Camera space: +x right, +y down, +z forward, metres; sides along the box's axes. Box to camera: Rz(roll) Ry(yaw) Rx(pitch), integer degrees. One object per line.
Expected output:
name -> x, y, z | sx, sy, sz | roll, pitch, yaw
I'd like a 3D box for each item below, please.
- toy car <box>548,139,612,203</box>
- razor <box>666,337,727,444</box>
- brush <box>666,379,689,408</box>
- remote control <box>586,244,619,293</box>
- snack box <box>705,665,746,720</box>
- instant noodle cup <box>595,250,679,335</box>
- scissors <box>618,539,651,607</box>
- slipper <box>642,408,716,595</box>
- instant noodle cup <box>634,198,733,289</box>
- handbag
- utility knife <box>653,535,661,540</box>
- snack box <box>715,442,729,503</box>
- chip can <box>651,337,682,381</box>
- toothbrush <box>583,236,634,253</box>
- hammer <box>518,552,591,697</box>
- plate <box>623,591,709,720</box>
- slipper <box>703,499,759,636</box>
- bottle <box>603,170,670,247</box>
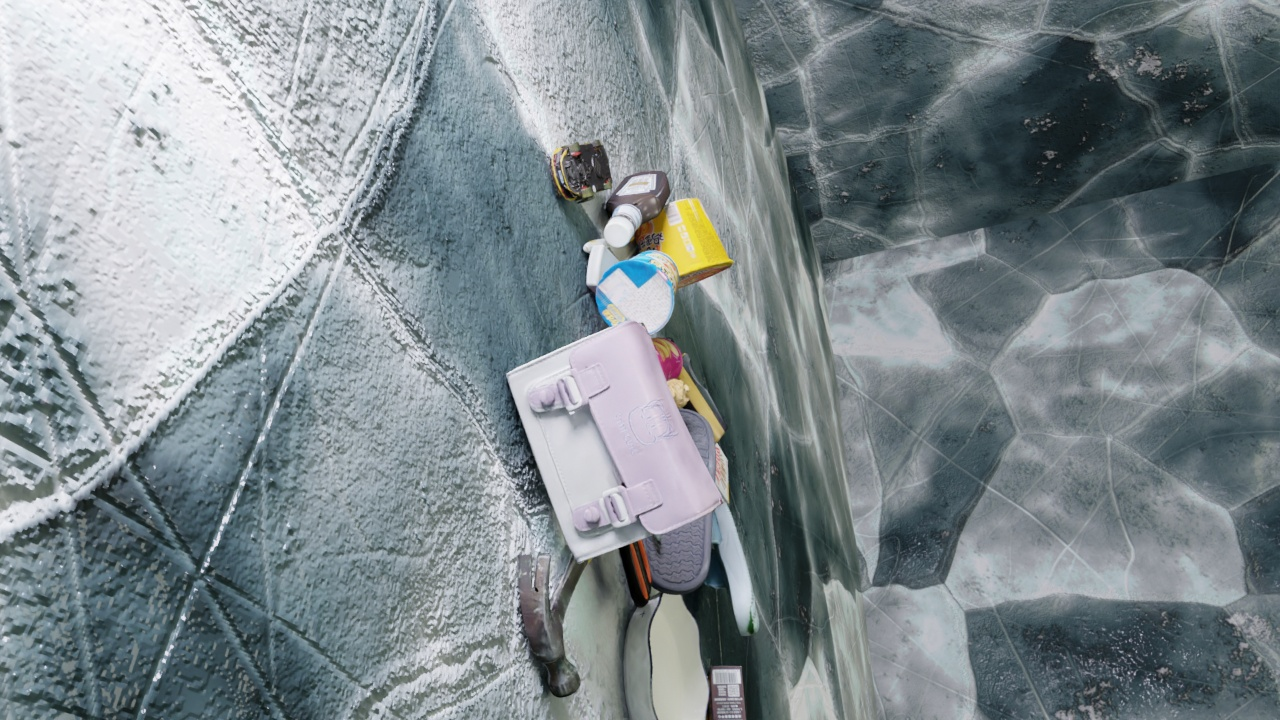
toy car -> -0.072, -0.239, 1.156 | 0.155, 0.041, 0.071 | -47, 124, -66
razor -> 0.066, 0.046, 1.293 | 0.067, 0.062, 0.167 | -23, 68, -31
brush -> -0.002, 0.053, 1.074 | 0.046, 0.083, 0.254 | 61, 15, 10
remote control -> -0.033, -0.098, 1.209 | 0.150, 0.021, 0.058 | 43, 52, -63
snack box -> 0.112, 0.472, 1.191 | 0.113, 0.053, 0.125 | 96, -5, -59
instant noodle cup -> 0.006, -0.093, 1.162 | 0.109, 0.099, 0.099 | -55, 131, -66
scissors -> -0.026, 0.152, 1.003 | 0.142, 0.022, 0.234 | 50, 26, -74
slipper -> 0.034, 0.179, 1.160 | 0.083, 0.110, 0.267 | 107, -12, -50
instant noodle cup -> 0.055, -0.171, 1.370 | 0.110, 0.138, 0.138 | 70, 18, 4
handbag -> -0.026, 0.077, 0.877 | 0.197, 0.145, 0.098 | 67, 14, 8
utility knife -> -0.006, 0.127, 1.119 | 0.031, 0.022, 0.210 | 79, -11, -58
snack box -> 0.107, 0.160, 1.475 | 0.157, 0.027, 0.084 | 56, 28, -48
chip can -> -0.007, 0.007, 1.156 | 0.210, 0.071, 0.071 | -8, 87, -73
toothbrush -> -0.044, -0.160, 1.241 | 0.191, 0.018, 0.016 | -35, 114, -68
hammer -> -0.056, 0.188, 0.958 | 0.322, 0.032, 0.126 | -62, 138, -63
plate -> 0.031, 0.376, 1.083 | 0.204, 0.046, 0.205 | -12, 90, -73
slipper -> 0.114, 0.296, 1.327 | 0.245, 0.074, 0.104 | -106, -179, -55
bottle -> -0.010, -0.210, 1.264 | 0.194, 0.080, 0.044 | -67, 147, -57
